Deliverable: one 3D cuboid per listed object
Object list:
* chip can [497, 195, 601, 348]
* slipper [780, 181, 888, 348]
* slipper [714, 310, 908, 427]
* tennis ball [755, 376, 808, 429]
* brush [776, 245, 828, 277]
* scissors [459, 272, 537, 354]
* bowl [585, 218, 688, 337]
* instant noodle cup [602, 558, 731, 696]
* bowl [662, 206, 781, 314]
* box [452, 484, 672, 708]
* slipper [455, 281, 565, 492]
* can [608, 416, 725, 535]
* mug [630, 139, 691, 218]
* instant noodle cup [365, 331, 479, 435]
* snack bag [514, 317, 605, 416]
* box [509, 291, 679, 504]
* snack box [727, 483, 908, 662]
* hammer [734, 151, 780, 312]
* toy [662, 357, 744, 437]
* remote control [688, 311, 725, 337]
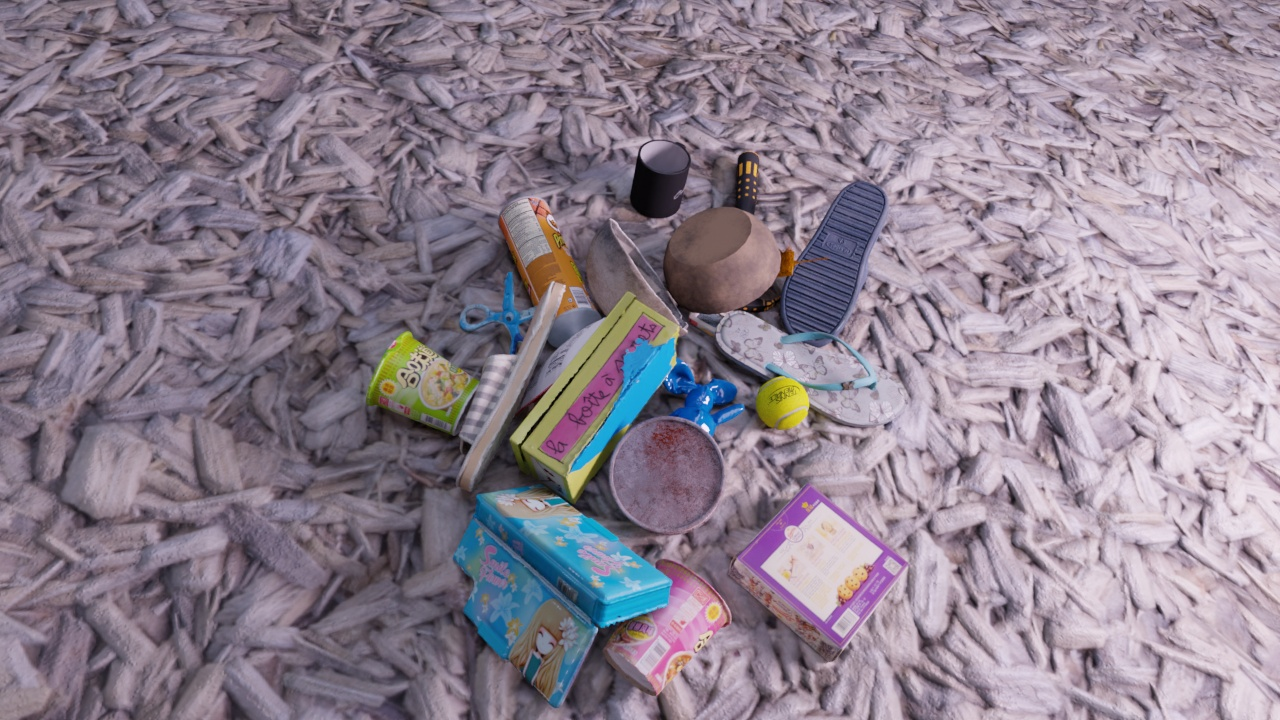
[{"bbox_3d":[-0.124,-0.121,1.225,0.075,0.075,0.215,-13,55,-20],"label":"chip can"},{"bbox_3d":[0.272,-0.130,1.298,0.101,0.082,0.263,22,74,14],"label":"slipper"},{"bbox_3d":[0.223,0.009,1.189,0.269,0.055,0.098,23,64,3],"label":"slipper"},{"bbox_3d":[0.178,0.054,1.149,0.065,0.066,0.065,5,51,-7],"label":"tennis ball"},{"bbox_3d":[0.190,-0.136,1.265,0.127,0.017,0.048,-6,51,24],"label":"brush"},{"bbox_3d":[-0.169,-0.043,1.164,0.134,0.011,0.139,-16,80,18],"label":"scissors"},{"bbox_3d":[-0.019,-0.091,1.186,0.081,0.178,0.178,-33,58,7],"label":"bowl"},{"bbox_3d":[0.021,0.274,0.931,0.098,0.098,0.108,35,61,17],"label":"instant noodle cup"},{"bbox_3d":[0.104,-0.144,1.247,0.162,0.070,0.162,-14,45,14],"label":"bowl"},{"bbox_3d":[-0.099,0.213,0.925,0.169,0.086,0.227,-38,42,-23],"label":"box"},{"bbox_3d":[-0.154,0.023,1.060,0.054,0.115,0.272,23,65,2],"label":"slipper"},{"bbox_3d":[0.031,0.131,1.037,0.130,0.044,0.129,-1,76,5],"label":"can"},{"bbox_3d":[0.037,-0.280,1.375,0.078,0.088,0.113,27,52,11],"label":"mug"},{"bbox_3d":[-0.248,0.033,1.074,0.108,0.099,0.098,28,51,0],"label":"instant noodle cup"},{"bbox_3d":[-0.087,0.001,1.105,0.039,0.131,0.143,46,53,-6],"label":"snack bag"},{"bbox_3d":[-0.047,0.043,1.045,0.083,0.124,0.220,31,72,12],"label":"box"},{"bbox_3d":[0.199,0.232,1.025,0.148,0.041,0.143,39,55,20],"label":"snack box"},{"bbox_3d":[0.159,-0.198,1.370,0.123,0.036,0.319,11,53,-3],"label":"hammer"},{"bbox_3d":[0.061,0.066,1.119,0.113,0.071,0.175,24,50,-6],"label":"toy"},{"bbox_3d":[0.123,-0.038,1.244,0.125,0.018,0.038,31,53,15],"label":"remote control"}]
